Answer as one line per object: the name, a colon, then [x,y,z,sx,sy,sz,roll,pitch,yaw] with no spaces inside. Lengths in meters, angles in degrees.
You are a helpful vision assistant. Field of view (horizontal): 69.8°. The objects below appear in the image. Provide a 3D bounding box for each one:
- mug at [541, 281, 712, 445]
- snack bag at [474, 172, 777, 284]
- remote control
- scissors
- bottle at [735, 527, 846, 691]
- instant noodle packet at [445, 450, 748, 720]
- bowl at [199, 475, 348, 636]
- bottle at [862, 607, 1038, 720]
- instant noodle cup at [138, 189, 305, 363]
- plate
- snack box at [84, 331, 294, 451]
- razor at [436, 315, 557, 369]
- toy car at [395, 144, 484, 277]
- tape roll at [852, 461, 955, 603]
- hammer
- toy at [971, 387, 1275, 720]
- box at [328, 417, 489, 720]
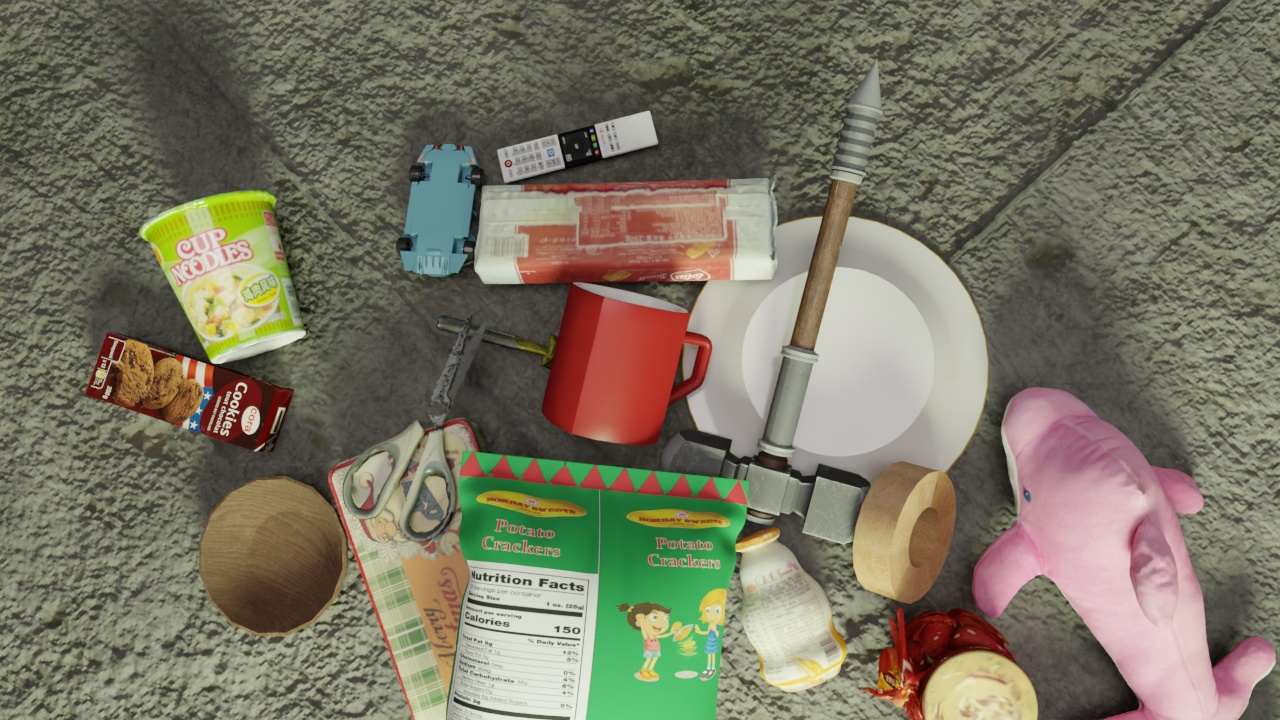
mug: [-0.004,0.004,0.660,0.116,0.080,0.096,9,101,-26]
snack bag: [-0.010,-0.098,0.691,0.225,0.041,0.077,0,67,3]
remote control: [-0.049,-0.167,0.720,0.124,0.012,0.028,-14,83,2]
scissors: [-0.142,0.053,0.657,0.169,0.012,0.132,-37,86,-6]
bottle: [0.101,0.174,0.651,0.063,0.063,0.108,-20,82,1]
instant noodle packet: [-0.033,0.196,0.602,0.195,0.090,0.252,7,83,-10]
bowl: [-0.269,0.144,0.688,0.118,0.030,0.118,-1,85,8]
bottle: [0.205,0.214,0.617,0.099,0.111,0.099,0,87,6]
instant noodle cup: [-0.304,-0.059,0.687,0.099,0.099,0.108,-20,91,1]
plate: [0.146,0.001,0.686,0.230,0.021,0.229,0,84,3]
snack box: [-0.346,0.024,0.707,0.141,0.032,0.051,17,85,5]
razor: [-0.107,-0.017,0.700,0.106,0.042,0.026,15,87,14]
toy car: [-0.153,-0.114,0.713,0.060,0.027,0.107,3,74,4]
tape roll: [0.184,0.119,0.637,0.027,0.094,0.094,13,83,43]
hammer: [0.120,-0.042,0.633,0.156,0.043,0.322,15,99,11]
toy: [0.325,0.140,0.610,0.186,0.128,0.265,-25,88,-4]
box: [-0.140,0.153,0.674,0.117,0.050,0.205,-21,84,2]
